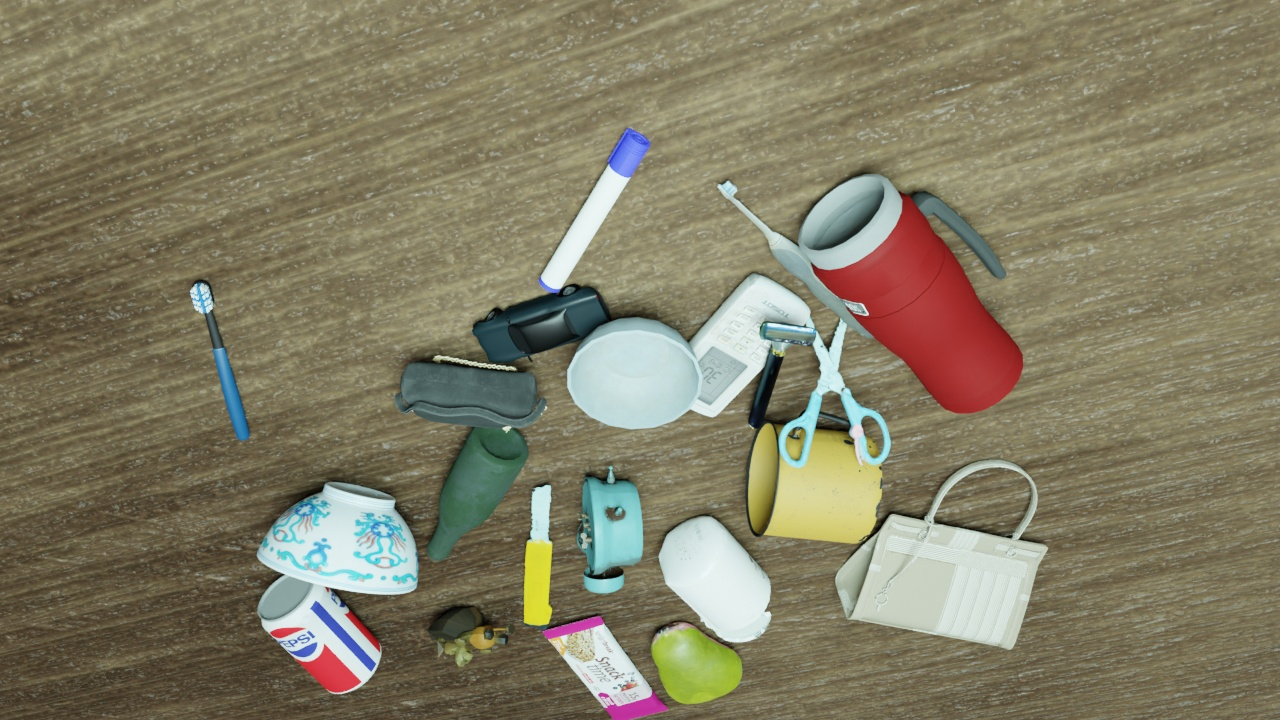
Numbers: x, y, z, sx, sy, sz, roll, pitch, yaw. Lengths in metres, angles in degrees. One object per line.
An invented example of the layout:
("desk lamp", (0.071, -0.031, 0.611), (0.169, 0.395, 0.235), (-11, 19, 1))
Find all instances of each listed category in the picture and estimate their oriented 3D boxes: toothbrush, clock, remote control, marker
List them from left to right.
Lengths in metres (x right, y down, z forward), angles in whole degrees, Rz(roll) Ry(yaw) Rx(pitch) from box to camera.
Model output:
("toothbrush", (-0.355, 0.005, 0.780), (0.014, 0.014, 0.168), (-4, 128, -10))
("marker", (-0.037, -0.109, 0.686), (0.020, 0.020, 0.142), (25, 124, -17))
("clock", (-0.031, 0.163, 0.851), (0.053, 0.090, 0.124), (-2, 127, -10))
("remote control", (0.075, -0.011, 0.755), (0.060, 0.025, 0.139), (29, 122, -20))
("toothbrush", (0.123, -0.076, 0.708), (0.185, 0.022, 0.024), (37, 114, -23))

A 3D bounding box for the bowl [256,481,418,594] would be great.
("bowl", (-0.267, 0.156, 0.842), (0.144, 0.144, 0.074), (16, 86, -11))

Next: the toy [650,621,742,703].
("toy", (0.057, 0.327, 0.997), (0.090, 0.051, 0.110), (-24, 121, 15))

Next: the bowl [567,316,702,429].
("bowl", (-0.004, 0.004, 0.732), (0.106, 0.039, 0.106), (1, 132, 1))

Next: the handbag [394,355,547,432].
("handbag", (-0.143, 0.035, 0.770), (0.128, 0.054, 0.079), (6, 158, -2))

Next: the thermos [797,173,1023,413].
("thermos", (0.215, -0.054, 0.689), (0.108, 0.084, 0.198), (-45, 119, 7))

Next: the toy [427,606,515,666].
("toy", (-0.174, 0.288, 0.959), (0.100, 0.062, 0.076), (-12, 147, 32))

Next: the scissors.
("scissors", (0.144, 0.031, 0.746), (0.111, 0.015, 0.140), (-24, 90, -8))

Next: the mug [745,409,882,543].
("mug", (0.152, 0.097, 0.792), (0.094, 0.100, 0.124), (7, 120, -7))

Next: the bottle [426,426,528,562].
("bottle", (-0.161, 0.131, 0.849), (0.055, 0.055, 0.175), (23, 126, -16))

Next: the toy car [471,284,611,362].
("toy car", (-0.080, -0.027, 0.739), (0.112, 0.034, 0.046), (-16, 125, 13))

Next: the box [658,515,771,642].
("box", (0.077, 0.221, 0.901), (0.089, 0.080, 0.143), (-38, 120, 8))

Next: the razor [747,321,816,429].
("razor", (0.106, 0.011, 0.746), (0.043, 0.022, 0.144), (9, 145, 0))

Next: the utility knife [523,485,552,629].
("utility knife", (-0.101, 0.204, 0.925), (0.030, 0.019, 0.224), (1, 132, -8))

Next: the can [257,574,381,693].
("can", (-0.332, 0.284, 0.957), (0.070, 0.070, 0.132), (-17, 125, 13))

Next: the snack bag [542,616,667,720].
("snack bag", (-0.037, 0.354, 1.039), (0.070, 0.016, 0.197), (-19, 126, 13))

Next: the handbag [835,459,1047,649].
("handbag", (0.311, 0.177, 0.888), (0.175, 0.062, 0.198), (13, 118, -9))
